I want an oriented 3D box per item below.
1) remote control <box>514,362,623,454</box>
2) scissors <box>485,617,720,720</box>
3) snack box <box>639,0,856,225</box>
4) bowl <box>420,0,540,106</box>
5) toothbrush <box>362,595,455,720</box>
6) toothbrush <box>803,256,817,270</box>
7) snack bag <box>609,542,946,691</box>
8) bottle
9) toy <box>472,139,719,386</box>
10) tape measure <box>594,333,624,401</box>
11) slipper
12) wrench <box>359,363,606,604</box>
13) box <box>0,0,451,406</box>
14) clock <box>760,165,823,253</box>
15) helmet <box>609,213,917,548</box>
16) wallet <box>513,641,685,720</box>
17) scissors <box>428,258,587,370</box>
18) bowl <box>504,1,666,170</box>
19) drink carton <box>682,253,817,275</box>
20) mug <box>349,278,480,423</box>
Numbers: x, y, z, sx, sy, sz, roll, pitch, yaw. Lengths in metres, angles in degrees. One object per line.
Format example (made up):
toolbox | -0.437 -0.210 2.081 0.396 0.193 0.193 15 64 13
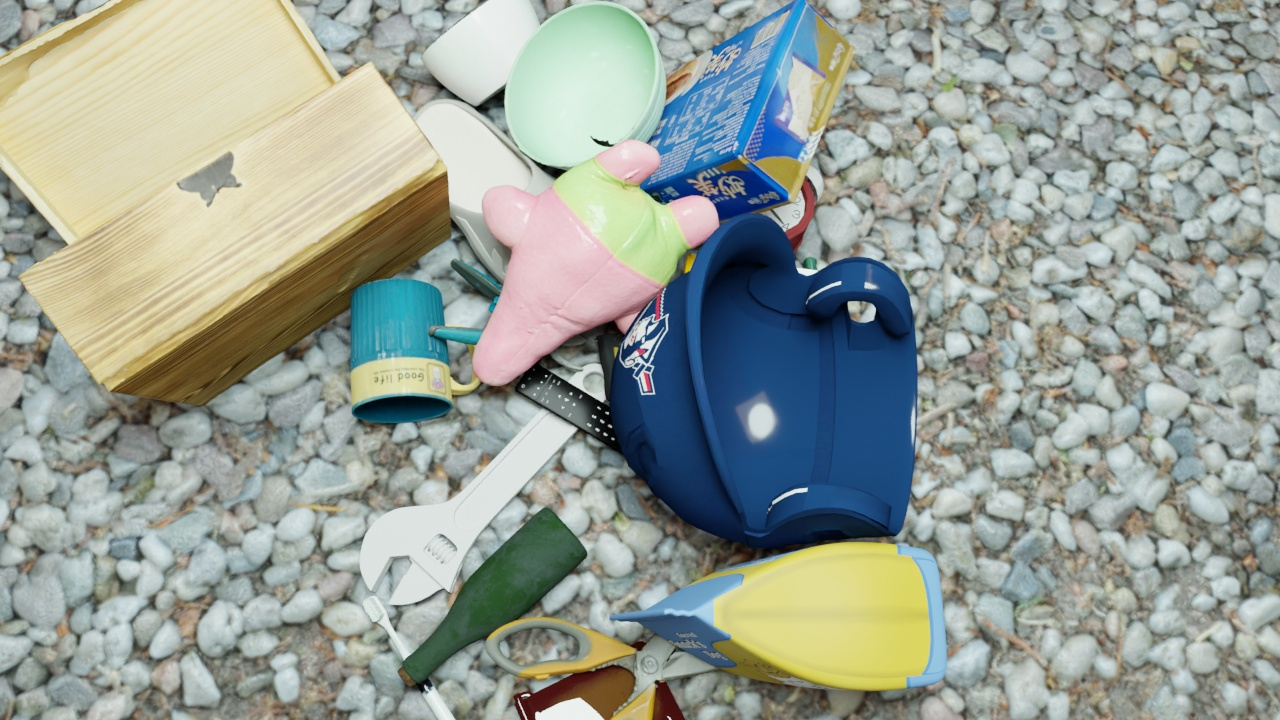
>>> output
remote control | -0.042 0.049 0.801 0.140 0.009 0.030 31 73 -2
scissors | -0.008 0.259 0.717 0.225 0.016 0.216 2 57 -12
snack box | 0.069 -0.196 0.788 0.069 0.203 0.154 31 72 -26
bowl | -0.141 -0.291 0.863 0.116 0.116 0.065 -40 106 -12
toothbrush | -0.171 0.269 0.740 0.012 0.017 0.187 -38 78 3
toothbrush | 0.171 -0.005 0.833 0.017 0.016 0.189 -6 74 -1
snack bag | 0.094 0.190 0.680 0.205 0.159 0.102 5 72 -14
bottle | -0.124 0.196 0.743 0.174 0.055 0.055 -41 79 -13
toy | -0.053 -0.069 0.748 0.192 0.096 0.237 40 100 -24
tape measure | -0.005 0.005 0.810 0.061 0.034 0.061 -5 70 -20
slipper | -0.122 -0.145 0.822 0.113 0.080 0.266 -44 79 2
wrench | -0.129 0.097 0.794 0.087 0.018 0.272 40 75 9
box | -0.358 -0.169 0.753 0.278 0.284 0.323 -38 90 -12
clock | 0.115 -0.148 0.853 0.096 0.048 0.137 21 67 4
helmet | 0.080 0.018 0.698 0.223 0.272 0.231 1 57 24
wallet | -0.029 0.281 0.717 0.115 0.018 0.091 -18 62 -24
scissors | -0.121 -0.031 0.799 0.154 0.019 0.124 45 44 5
bowl | -0.039 -0.232 0.818 0.151 0.077 0.150 -5 79 25
drink carton | 0.098 -0.058 0.824 0.122 0.059 0.040 7 73 0
mug | -0.194 -0.006 0.797 0.113 0.083 0.107 3 67 -31
